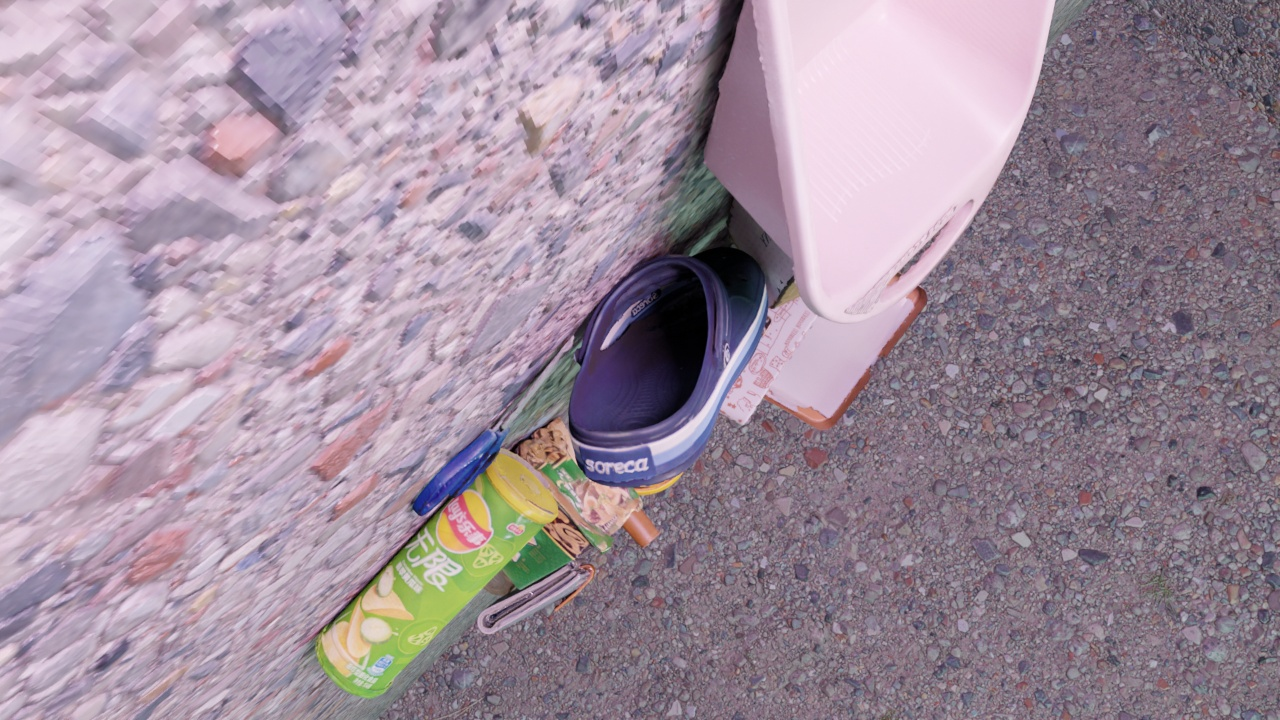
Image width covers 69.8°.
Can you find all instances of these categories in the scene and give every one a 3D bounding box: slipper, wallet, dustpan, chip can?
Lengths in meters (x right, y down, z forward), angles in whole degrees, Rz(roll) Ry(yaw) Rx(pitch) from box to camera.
[{"bbox_3d":[0.013,-0.018,0.596,0.252,0.105,0.095,-59,145,-54],"label":"slipper"},{"bbox_3d":[-0.033,0.128,0.910,0.031,0.132,0.108,-40,173,-6],"label":"wallet"},{"bbox_3d":[0.146,-0.138,0.440,0.222,0.139,0.274,-43,174,-15],"label":"dustpan"},{"bbox_3d":[-0.162,0.170,0.722,0.221,0.072,0.072,-46,173,8],"label":"chip can"},{"bbox_3d":[-0.090,0.222,0.868,0.106,0.037,0.130,-27,171,-1],"label":"wallet"}]

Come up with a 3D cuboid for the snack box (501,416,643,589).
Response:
[{"bbox_3d":[-0.083,0.134,0.817,0.106,0.117,0.118,-44,176,22],"label":"snack box"}]

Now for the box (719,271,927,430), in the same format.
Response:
[{"bbox_3d":[0.150,-0.021,0.832,0.180,0.226,0.156,-56,-163,16],"label":"box"}]

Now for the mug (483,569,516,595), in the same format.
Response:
[{"bbox_3d":[-0.123,0.173,0.954,0.103,0.084,0.125,-38,162,-41],"label":"mug"}]

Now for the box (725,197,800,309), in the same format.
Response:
[{"bbox_3d":[0.111,-0.099,0.644,0.059,0.089,0.184,-25,172,-7],"label":"box"}]

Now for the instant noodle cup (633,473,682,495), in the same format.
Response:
[{"bbox_3d":[-0.002,0.080,1.006,0.118,0.118,0.114,-44,166,-12],"label":"instant noodle cup"}]

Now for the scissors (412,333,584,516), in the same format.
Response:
[{"bbox_3d":[-0.093,0.045,0.638,0.170,0.012,0.141,-43,172,-14],"label":"scissors"}]
